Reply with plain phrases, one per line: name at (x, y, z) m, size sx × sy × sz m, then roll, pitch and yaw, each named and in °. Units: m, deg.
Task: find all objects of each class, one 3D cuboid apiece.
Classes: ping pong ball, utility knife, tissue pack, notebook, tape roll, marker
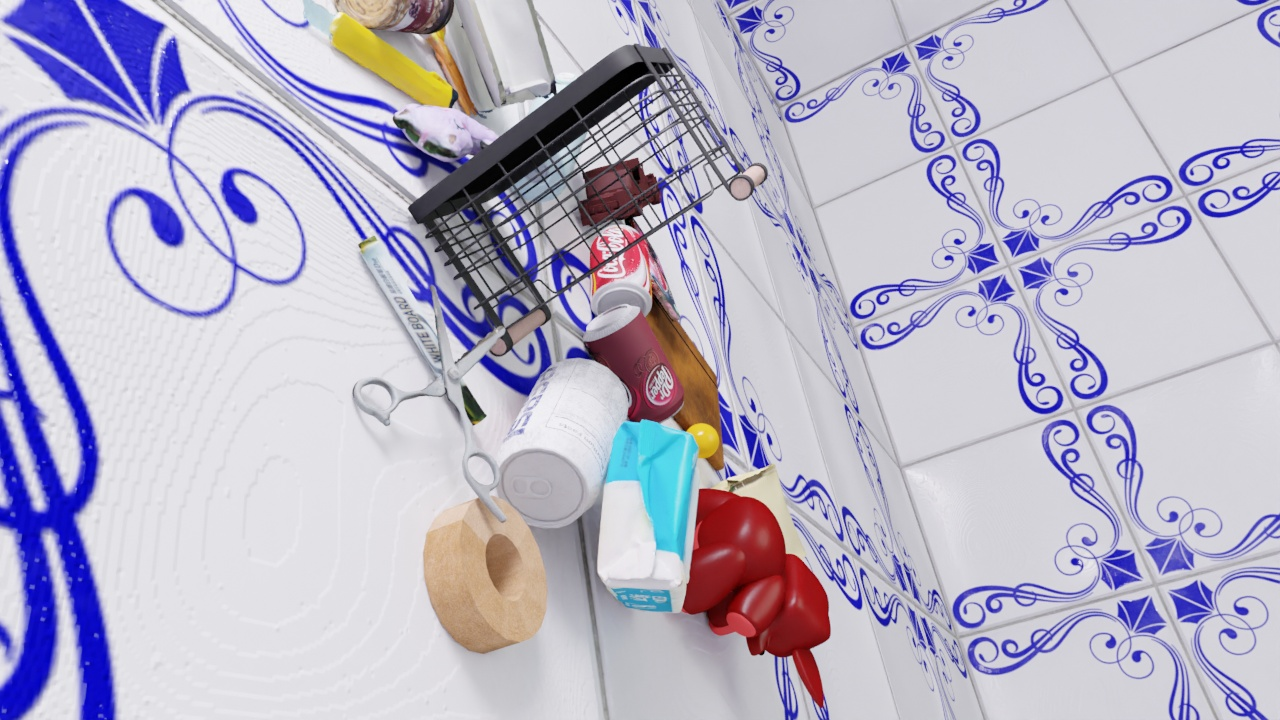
ping pong ball at (0.069, 0.092, 1.046) m, size 0.040 × 0.040 × 0.040 m, roll 52°, pitch 24°, yaw -36°
utility knife at (-0.200, -0.237, 0.722) m, size 0.175 × 0.017 × 0.030 m, roll 22°, pitch 77°, yaw -66°
tissue pack at (0.009, 0.128, 0.702) m, size 0.209 × 0.066 × 0.116 m, roll 85°, pitch 11°, yaw -69°
notebook at (0.035, -0.007, 1.103) m, size 0.249 × 0.014 × 0.178 m, roll 52°, pitch 25°, yaw -36°
tape roll at (-0.096, 0.134, 0.579) m, size 0.094 × 0.027 × 0.093 m, roll 53°, pitch 24°, yaw -36°
marker at (-0.148, -0.018, 0.626) m, size 0.146 × 0.017 × 0.017 m, roll 61°, pitch 20°, yaw -16°

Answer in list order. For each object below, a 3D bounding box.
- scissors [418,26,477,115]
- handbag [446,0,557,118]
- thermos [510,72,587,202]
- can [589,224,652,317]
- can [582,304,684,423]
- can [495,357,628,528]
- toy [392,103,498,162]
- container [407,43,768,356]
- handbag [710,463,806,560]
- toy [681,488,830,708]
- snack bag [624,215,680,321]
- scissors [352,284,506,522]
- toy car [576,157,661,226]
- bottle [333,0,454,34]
scissors at (-0.181, -0.279, 0.831) m, size 0.131 × 0.013 × 0.073 m, roll 66°, pitch 18°, yaw -5°
handbag at (-0.147, -0.308, 0.861) m, size 0.176 × 0.074 × 0.151 m, roll -144°, pitch -144°, yaw -70°
thermos at (-0.090, -0.234, 0.943) m, size 0.206 × 0.065 × 0.078 m, roll -81°, pitch 177°, yaw -56°
can at (-0.022, -0.091, 0.970) m, size 0.064 × 0.064 × 0.104 m, roll 50°, pitch 26°, yaw -40°
can at (-0.005, 0.005, 0.908) m, size 0.114 × 0.063 × 0.063 m, roll 61°, pitch 20°, yaw -18°
can at (-0.057, 0.059, 0.689) m, size 0.078 × 0.078 × 0.135 m, roll 61°, pitch 20°, yaw -19°
toy at (-0.150, -0.183, 0.745) m, size 0.080 × 0.036 × 0.099 m, roll 29°, pitch 19°, yaw 2°
container at (-0.040, -0.127, 0.717) m, size 0.130 × 0.242 × 0.162 m, roll 56°, pitch 21°, yaw -7°
handbag at (0.125, 0.186, 1.040) m, size 0.111 × 0.081 × 0.119 m, roll -13°, pitch 83°, yaw -63°
toy at (0.114, 0.224, 0.902) m, size 0.197 × 0.121 × 0.158 m, roll 49°, pitch 22°, yaw -19°
snack bag at (0.012, -0.114, 1.112) m, size 0.074 × 0.018 × 0.155 m, roll 54°, pitch 13°, yaw -36°
scissors at (-0.118, 0.026, 0.596) m, size 0.141 × 0.014 × 0.171 m, roll -19°, pitch 75°, yaw -52°
toy car at (-0.025, -0.199, 1.070) m, size 0.169 × 0.070 × 0.062 m, roll -52°, pitch 130°, yaw -68°
bottle at (-0.197, -0.295, 0.741) m, size 0.056 × 0.056 × 0.105 m, roll 64°, pitch 20°, yaw -9°
